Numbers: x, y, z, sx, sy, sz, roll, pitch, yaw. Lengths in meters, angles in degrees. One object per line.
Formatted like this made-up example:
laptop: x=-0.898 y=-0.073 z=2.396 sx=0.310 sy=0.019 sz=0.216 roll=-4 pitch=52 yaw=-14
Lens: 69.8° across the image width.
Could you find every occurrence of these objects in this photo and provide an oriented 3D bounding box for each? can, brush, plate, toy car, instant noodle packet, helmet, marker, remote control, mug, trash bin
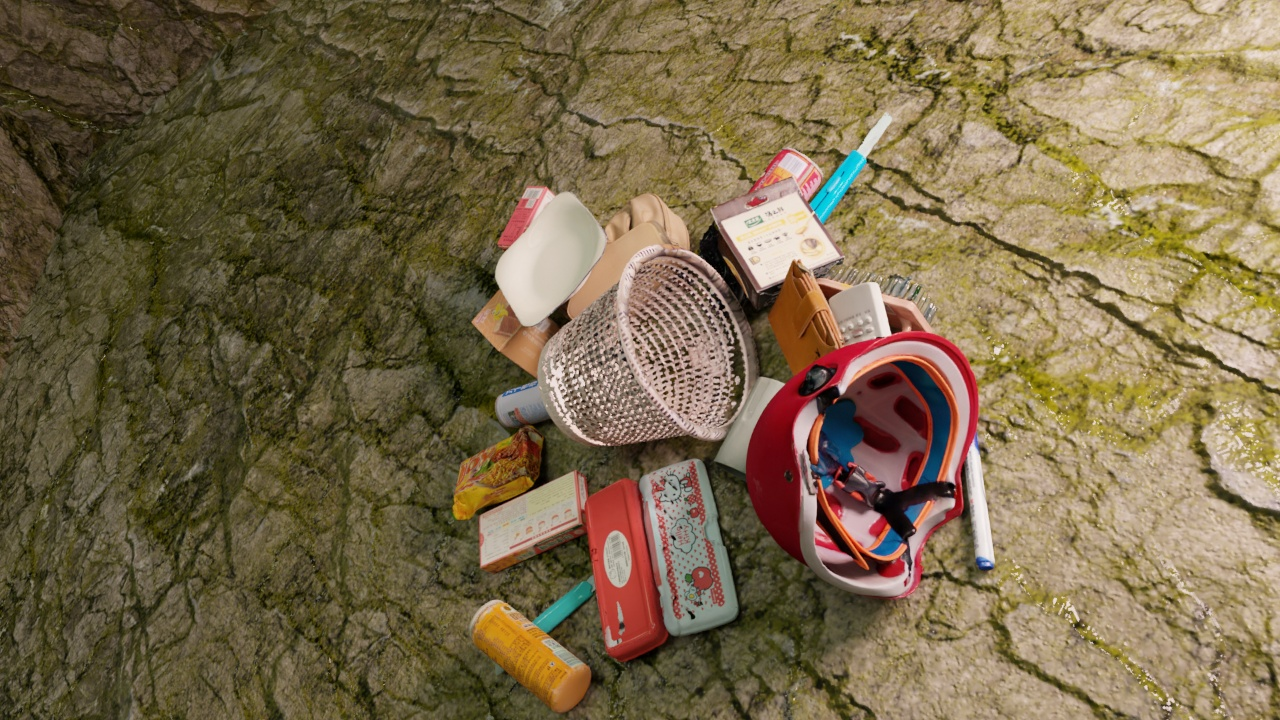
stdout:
can: x=-0.126 y=0.051 z=1.215 sx=0.135 sy=0.053 sz=0.053 roll=-18 pitch=52 yaw=28
brush: x=0.243 y=-0.060 z=0.999 sx=0.146 sy=0.063 sz=0.073 roll=23 pitch=79 yaw=45
plate: x=-0.113 y=-0.129 z=1.208 sx=0.164 sy=0.034 sz=0.164 roll=-46 pitch=46 yaw=12
toy car: x=0.106 y=-0.116 z=1.149 sx=0.070 sy=0.042 sz=0.158 roll=-53 pitch=35 yaw=38
can: x=-0.123 y=0.324 z=1.012 sx=0.146 sy=0.058 sz=0.058 roll=26 pitch=79 yaw=35
instant noodle packet: x=-0.187 y=0.145 z=1.194 sx=0.129 sy=0.044 sz=0.110 roll=-29 pitch=28 yaw=18
helmet: x=0.193 y=0.084 z=0.855 sx=0.239 sy=0.207 sz=0.144 roll=-58 pitch=28 yaw=-13
marker: x=0.313 y=0.124 z=0.854 sx=0.017 sy=0.017 sz=0.145 roll=-15 pitch=53 yaw=29
can: x=0.175 y=-0.209 z=1.148 sx=0.093 sy=0.066 sz=0.066 roll=-53 pitch=45 yaw=-4
remote control: x=0.235 y=-0.004 z=0.950 sx=0.058 sy=0.021 sz=0.150 roll=-25 pitch=71 yaw=47
mug: x=0.153 y=0.088 z=0.960 sx=0.124 sy=0.083 sz=0.103 roll=23 pitch=80 yaw=21
trash bin: x=-0.005 y=0.006 z=1.059 sx=0.193 sy=0.227 sz=0.227 roll=-24 pitch=48 yaw=40

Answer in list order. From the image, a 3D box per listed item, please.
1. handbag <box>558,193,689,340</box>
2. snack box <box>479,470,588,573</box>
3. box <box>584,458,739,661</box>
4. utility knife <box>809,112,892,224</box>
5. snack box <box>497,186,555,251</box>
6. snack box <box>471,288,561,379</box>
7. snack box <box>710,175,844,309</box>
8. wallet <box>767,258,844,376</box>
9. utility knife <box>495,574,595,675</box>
handbag: x=-0.029 y=-0.126 z=1.224 sx=0.205 sy=0.099 sz=0.147 roll=-45 pitch=39 yaw=12
snack box: x=-0.133 y=0.201 z=1.139 sx=0.156 sy=0.027 sz=0.077 roll=-27 pitch=48 yaw=21
box: x=0.017 y=0.213 z=1.006 sx=0.161 sy=0.050 sz=0.200 roll=-26 pitch=50 yaw=17
utility knife: x=0.250 y=-0.226 z=1.138 sx=0.208 sy=0.018 sz=0.034 roll=-53 pitch=44 yaw=-6
snack box: x=-0.145 y=-0.169 z=1.335 sx=0.044 sy=0.113 sz=0.127 roll=11 pitch=69 yaw=40
snack box: x=-0.163 y=-0.040 z=1.277 sx=0.077 sy=0.092 sz=0.094 roll=-49 pitch=45 yaw=0
snack box: x=0.158 y=-0.138 z=1.076 sx=0.113 sy=0.053 sz=0.125 roll=-22 pitch=61 yaw=-9
wallet: x=0.183 y=-0.035 z=0.997 sx=0.035 sy=0.119 sz=0.130 roll=-8 pitch=53 yaw=-13
utility knife: x=-0.103 y=0.300 z=1.060 sx=0.178 sy=0.013 sz=0.029 roll=-41 pitch=47 yaw=4
